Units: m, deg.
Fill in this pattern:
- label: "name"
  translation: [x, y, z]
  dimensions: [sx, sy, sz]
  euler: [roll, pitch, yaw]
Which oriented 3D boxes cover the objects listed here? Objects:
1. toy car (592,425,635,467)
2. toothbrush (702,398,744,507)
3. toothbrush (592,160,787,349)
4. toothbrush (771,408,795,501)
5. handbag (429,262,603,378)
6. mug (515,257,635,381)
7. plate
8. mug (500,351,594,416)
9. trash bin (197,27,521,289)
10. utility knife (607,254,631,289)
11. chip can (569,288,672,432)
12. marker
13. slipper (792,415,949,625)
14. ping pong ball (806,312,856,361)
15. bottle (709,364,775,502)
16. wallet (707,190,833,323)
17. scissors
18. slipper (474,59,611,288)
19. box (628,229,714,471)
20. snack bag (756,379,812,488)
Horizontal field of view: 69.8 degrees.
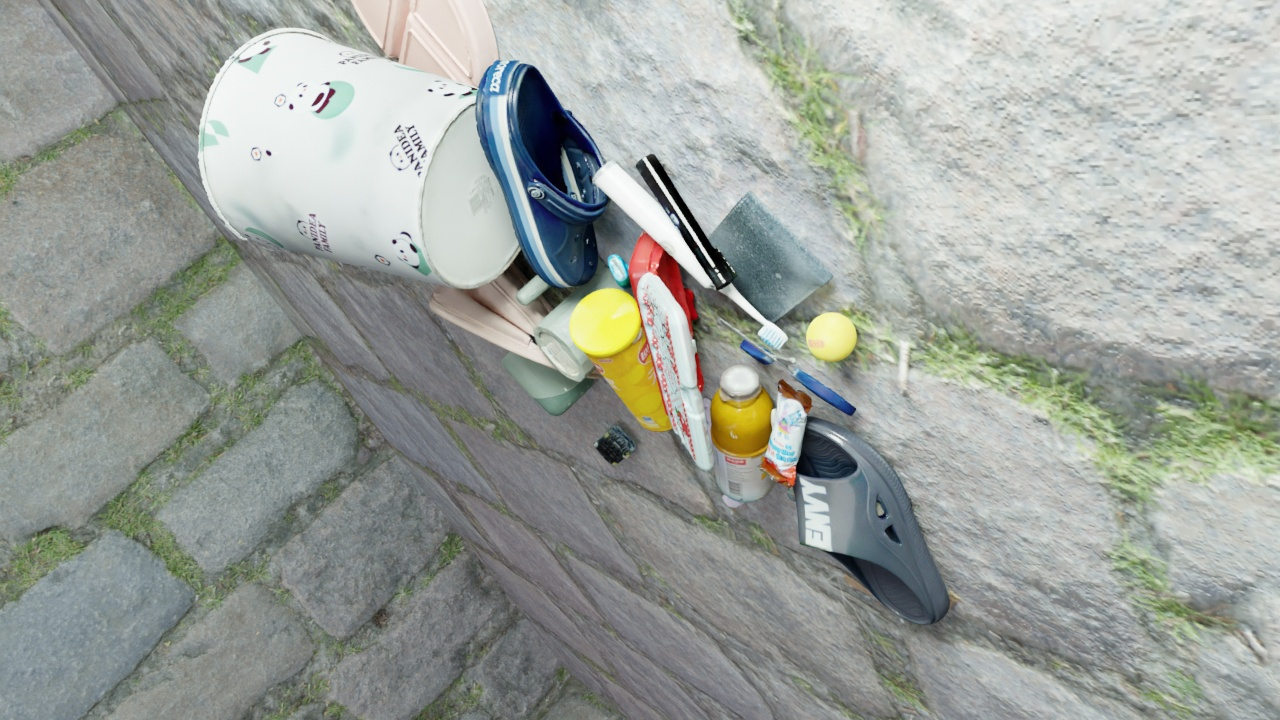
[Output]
- label: "toy car"
  translation: [-0.036, 0.122, 1.320]
  dimensions: [0.049, 0.031, 0.106]
  euler: [47, 156, 1]
- label: "toothbrush"
  translation: [0.096, 0.112, 1.094]
  dimensions: [0.029, 0.021, 0.189]
  euler: [-6, 133, 15]
- label: "toothbrush"
  translation: [0.046, -0.091, 0.802]
  dimensions: [0.221, 0.026, 0.027]
  euler: [44, 166, 4]
- label: "toothbrush"
  translation: [0.152, 0.103, 0.961]
  dimensions: [0.018, 0.016, 0.191]
  euler: [11, 149, 27]
- label: "handbag"
  translation: [-0.131, -0.048, 1.101]
  dimensions: [0.234, 0.093, 0.193]
  euler: [35, -174, -8]
- label: "mug"
  translation: [-0.065, -0.054, 0.997]
  dimensions: [0.124, 0.103, 0.084]
  euler: [53, 157, -17]
- label: "plate"
  translation: [-0.226, -0.348, 0.897]
  dimensions: [0.229, 0.028, 0.230]
  euler: [38, 156, 20]
- label: "mug"
  translation: [-0.113, 0.007, 1.222]
  dimensions: [0.106, 0.082, 0.112]
  euler: [47, 126, 2]
- label: "trash bin"
  translation: [-0.251, -0.190, 0.901]
  dimensions: [0.252, 0.229, 0.230]
  euler: [18, 146, 24]
- label: "utility knife"
  translation: [-0.019, -0.086, 0.877]
  dimensions: [0.191, 0.018, 0.034]
  euler: [-78, -36, -86]
- label: "chip can"
  translation: [-0.006, 0.006, 0.962]
  dimensions: [0.072, 0.072, 0.213]
  euler: [34, 169, 28]
- label: "marker"
  translation: [0.039, -0.119, 0.782]
  dimensions: [0.132, 0.022, 0.020]
  euler: [58, 173, 8]
- label: "slipper"
  translation: [0.215, 0.174, 0.902]
  dimensions: [0.111, 0.083, 0.268]
  euler: [-1, 125, 58]
- label: "ping pong ball"
  translation: [0.156, -0.019, 0.749]
  dimensions: [0.040, 0.040, 0.040]
  euler: [38, 156, 21]
- label: "bottle"
  translation: [0.107, 0.077, 0.954]
  dimensions: [0.068, 0.067, 0.190]
  euler: [33, 152, 30]
- label: "wallet"
  translation: [0.101, -0.082, 0.774]
  dimensions: [0.097, 0.019, 0.121]
  euler: [47, 159, 1]
- label: "scissors"
  translation: [0.127, 0.005, 0.806]
  dimensions: [0.162, 0.012, 0.176]
  euler: [33, 180, -10]
- label: "slipper"
  translation: [-0.073, -0.169, 0.847]
  dimensions: [0.095, 0.104, 0.253]
  euler: [6, 148, 18]
- label: "box"
  translation: [0.032, -0.009, 0.865]
  dimensions: [0.160, 0.060, 0.201]
  euler: [-95, -7, -50]
- label: "snack bag"
  translation: [0.139, 0.070, 0.869]
  dimensions: [0.045, 0.026, 0.105]
  euler: [40, 132, 46]
